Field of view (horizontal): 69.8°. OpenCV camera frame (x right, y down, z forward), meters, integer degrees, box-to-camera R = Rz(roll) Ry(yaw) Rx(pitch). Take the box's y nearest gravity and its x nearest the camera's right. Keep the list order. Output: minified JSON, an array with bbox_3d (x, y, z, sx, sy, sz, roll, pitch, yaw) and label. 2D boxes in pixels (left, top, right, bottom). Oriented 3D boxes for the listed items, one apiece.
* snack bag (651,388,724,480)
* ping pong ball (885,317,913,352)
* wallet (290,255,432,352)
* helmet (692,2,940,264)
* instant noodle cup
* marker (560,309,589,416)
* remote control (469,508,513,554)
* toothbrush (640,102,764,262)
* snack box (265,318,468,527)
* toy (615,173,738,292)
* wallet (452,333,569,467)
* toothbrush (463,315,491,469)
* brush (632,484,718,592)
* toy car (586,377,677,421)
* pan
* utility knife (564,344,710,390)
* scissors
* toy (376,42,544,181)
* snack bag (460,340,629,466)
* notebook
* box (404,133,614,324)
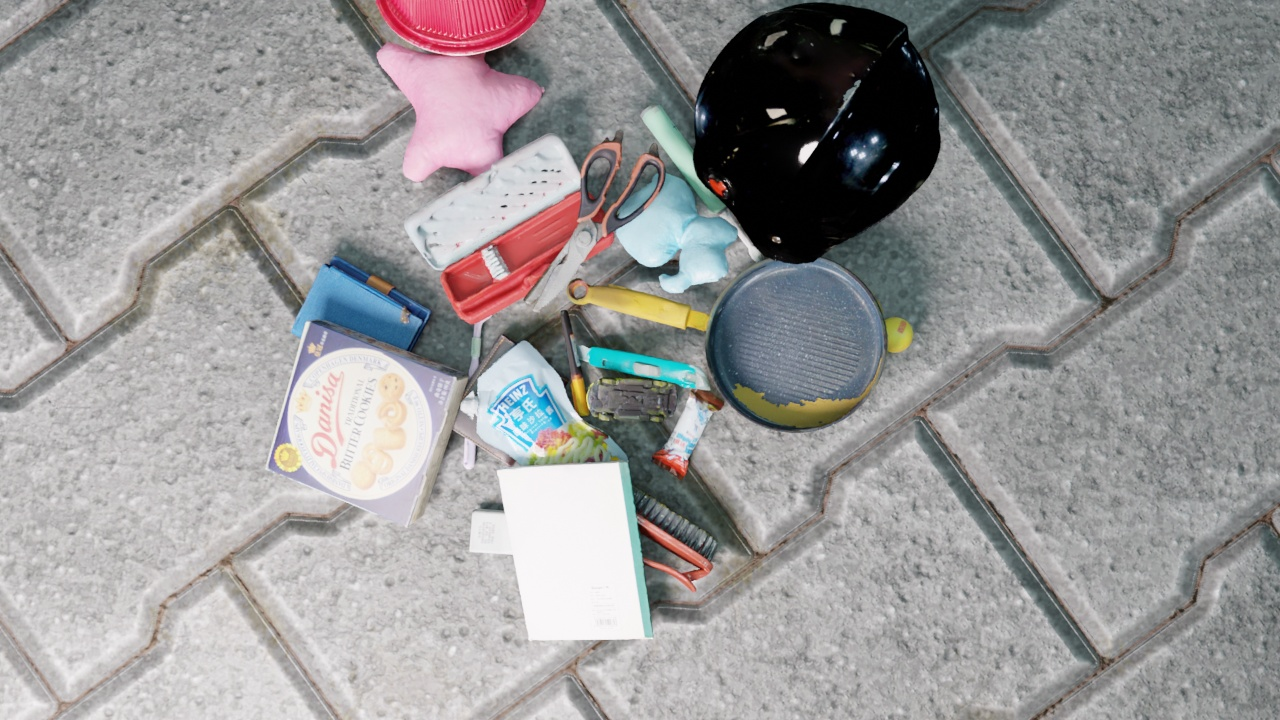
[{"bbox_3d":[0.054,0.081,1.048,0.048,0.026,0.104,32,90,-14],"label":"snack bag"},{"bbox_3d":[0.289,-0.029,1.042,0.040,0.040,0.040,0,89,0],"label":"ping pong ball"},{"bbox_3d":[-0.318,-0.045,1.046,0.133,0.040,0.106,30,98,1],"label":"wallet"},{"bbox_3d":[0.171,-0.252,0.947,0.275,0.230,0.233,27,69,29],"label":"helmet"},{"bbox_3d":[-0.200,-0.430,1.006,0.194,0.066,0.193,0,68,-1],"label":"instant noodle cup"},{"bbox_3d":[-0.077,0.003,1.046,0.015,0.018,0.124,-7,99,19],"label":"marker"},{"bbox_3d":[-0.131,0.198,1.048,0.125,0.024,0.049,3,89,1],"label":"remote control"},{"bbox_3d":[0.075,-0.201,1.053,0.026,0.027,0.224,-37,89,13],"label":"toothbrush"},{"bbox_3d":[-0.305,0.068,1.018,0.182,0.045,0.178,20,100,5],"label":"snack box"},{"bbox_3d":[0.033,-0.144,1.020,0.156,0.050,0.161,7,63,19],"label":"toy"},{"bbox_3d":[-0.153,0.045,1.044,0.096,0.020,0.122,34,86,-8],"label":"wallet"},{"bbox_3d":[-0.189,0.031,1.054,0.029,0.021,0.189,6,91,38],"label":"toothbrush"},{"bbox_3d":[0.017,0.198,1.028,0.146,0.063,0.069,32,74,0],"label":"brush"},{"bbox_3d":[-0.010,0.043,1.041,0.105,0.032,0.048,2,99,-14],"label":"toy car"},{"bbox_3d":[0.093,-0.038,1.022,0.358,0.078,0.197,14,90,14],"label":"pan"},{"bbox_3d":[-0.006,0.006,1.027,0.180,0.013,0.029,11,112,23],"label":"utility knife"},{"bbox_3d":[-0.064,-0.153,1.000,0.207,0.015,0.192,-16,90,-4],"label":"scissors"},{"bbox_3d":[-0.191,-0.279,1.033,0.178,0.075,0.194,-15,94,-12],"label":"toy"},{"bbox_3d":[-0.108,0.080,1.027,0.110,0.039,0.191,-41,99,0],"label":"snack bag"},{"bbox_3d":[-0.070,0.213,1.012,0.150,0.012,0.209,-5,102,14],"label":"notebook"},{"bbox_3d":[-0.145,-0.146,1.030,0.201,0.073,0.154,-31,98,-2],"label":"box"}]
